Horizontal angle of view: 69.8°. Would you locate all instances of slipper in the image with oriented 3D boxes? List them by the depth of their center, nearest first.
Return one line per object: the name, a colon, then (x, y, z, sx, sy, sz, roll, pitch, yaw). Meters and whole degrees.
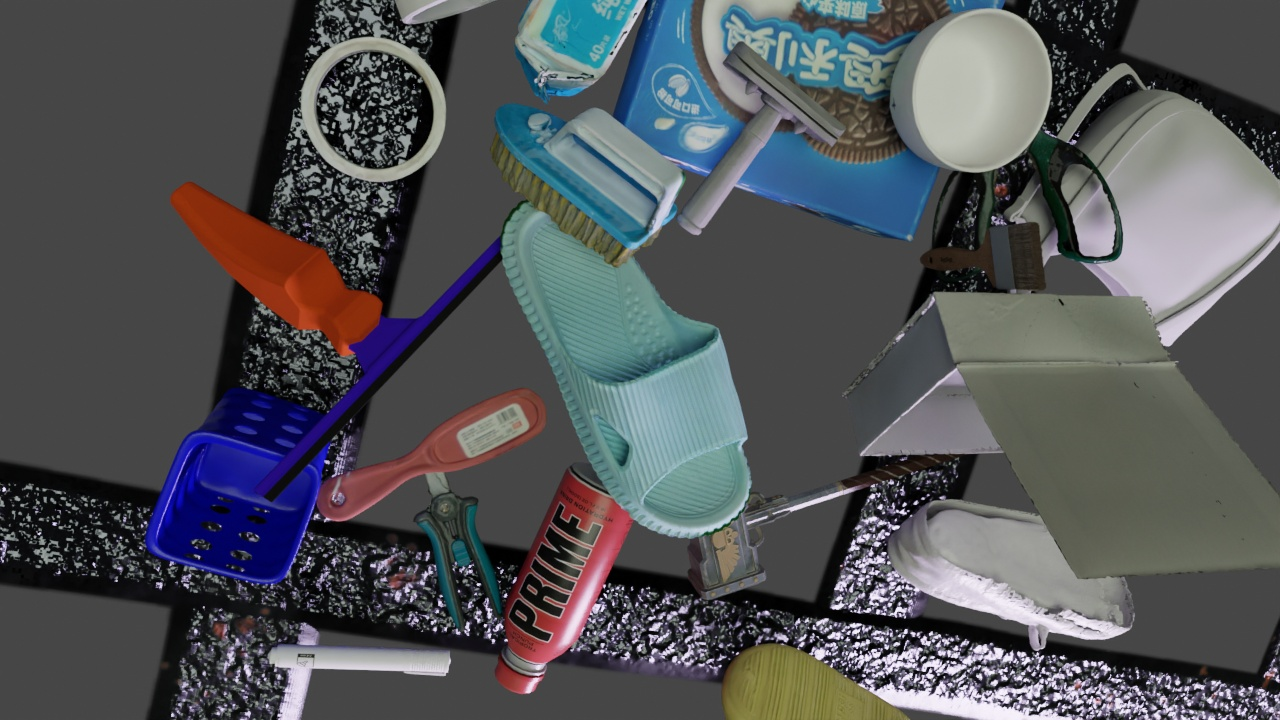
slipper: (-0.004, 0.004, 0.638, 0.115, 0.070, 0.276, -31, 97, -20)
slipper: (0.146, 0.310, 0.776, 0.190, 0.091, 0.082, 26, 136, -8)
slipper: (0.321, 0.184, 0.783, 0.246, 0.075, 0.112, 18, 68, -19)

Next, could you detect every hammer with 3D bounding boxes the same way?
hammer: (0.186, 0.097, 0.749, 0.321, 0.044, 0.098, -16, 106, -12)

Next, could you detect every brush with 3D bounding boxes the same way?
brush: (-0.040, -0.130, 0.601, 0.136, 0.076, 0.055, 38, 49, 9)
brush: (-0.149, 0.067, 0.661, 0.172, 0.030, 0.041, -25, 96, -10)
brush: (0.242, -0.073, 0.664, 0.008, 0.143, 0.045, -12, 97, -12)

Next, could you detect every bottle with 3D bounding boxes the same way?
bottle: (-0.061, 0.168, 0.695, 0.062, 0.062, 0.177, 22, 97, -17)

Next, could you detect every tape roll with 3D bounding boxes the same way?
tape roll: (-0.177, -0.167, 0.612, 0.093, 0.013, 0.093, -3, 104, -13)

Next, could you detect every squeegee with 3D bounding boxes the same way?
squeegee: (-0.224, -0.052, 0.596, 0.185, 0.055, 0.248, 37, 57, -1)

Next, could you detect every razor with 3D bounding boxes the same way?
razor: (0.065, -0.134, 0.606, 0.088, 0.047, 0.116, 33, 103, -19)

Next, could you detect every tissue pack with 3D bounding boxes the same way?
tissue pack: (-0.033, -0.234, 0.588, 0.061, 0.093, 0.144, 28, 95, -15)

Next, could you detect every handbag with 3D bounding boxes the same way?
handbag: (0.374, -0.096, 0.739, 0.216, 0.095, 0.223, 35, 105, -16)

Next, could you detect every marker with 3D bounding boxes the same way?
marker: (-0.212, 0.228, 0.697, 0.133, 0.017, 0.020, 7, 100, -15)

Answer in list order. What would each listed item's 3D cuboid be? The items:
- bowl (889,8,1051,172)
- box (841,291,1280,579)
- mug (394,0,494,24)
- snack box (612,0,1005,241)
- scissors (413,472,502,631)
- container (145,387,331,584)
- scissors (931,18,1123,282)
bowl: (0.216, -0.181, 0.620, 0.104, 0.054, 0.105, -5, 108, -15)
box: (0.297, 0.040, 0.516, 0.166, 0.506, 0.149, -1, 99, -12)
mug: (-0.109, -0.272, 0.570, 0.121, 0.091, 0.090, -34, 112, -41)
snack box: (0.116, -0.212, 0.647, 0.238, 0.056, 0.196, 16, 100, -17)
scissors: (-0.134, 0.134, 0.692, 0.138, 0.019, 0.129, 30, 89, -15)
container: (-0.254, 0.077, 0.600, 0.084, 0.113, 0.085, 22, 97, -17)
scissors: (0.264, -0.149, 0.700, 0.155, 0.015, 0.209, -24, 93, 27)
